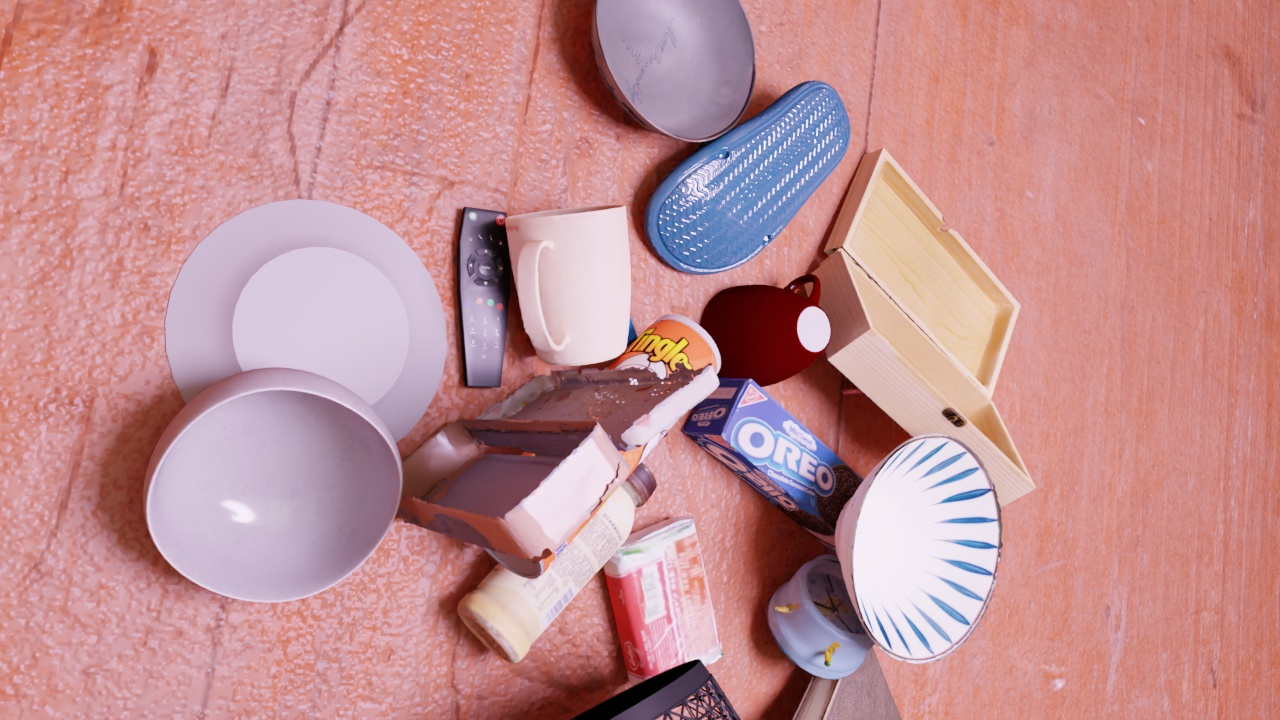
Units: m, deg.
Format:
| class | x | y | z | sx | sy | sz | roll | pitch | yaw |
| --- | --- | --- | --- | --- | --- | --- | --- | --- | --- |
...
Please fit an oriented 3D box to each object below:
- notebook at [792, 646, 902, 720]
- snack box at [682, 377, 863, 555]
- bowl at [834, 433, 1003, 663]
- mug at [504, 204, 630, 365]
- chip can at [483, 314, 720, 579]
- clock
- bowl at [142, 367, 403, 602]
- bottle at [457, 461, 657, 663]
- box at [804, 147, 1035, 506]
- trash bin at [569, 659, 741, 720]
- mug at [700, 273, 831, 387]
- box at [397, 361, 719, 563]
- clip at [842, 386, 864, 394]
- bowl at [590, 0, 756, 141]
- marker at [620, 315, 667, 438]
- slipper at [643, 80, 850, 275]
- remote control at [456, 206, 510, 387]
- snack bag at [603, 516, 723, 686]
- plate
| class | x | y | z | sx | sy | sz | roll | pitch | yaw |
| --- | --- | --- | --- | --- | --- | --- | --- | --- | --- |
| notebook | 0.172 | 0.355 | 0.749 | 0.214 | 0.035 | 0.190 | -41 | 112 | -53 |
| snack box | 0.137 | 0.099 | 0.770 | 0.226 | 0.060 | 0.059 | 41 | 70 | -25 |
| bowl | 0.207 | 0.145 | 0.737 | 0.177 | 0.071 | 0.177 | 0 | 90 | -34 |
| mug | -0.052 | -0.049 | 0.629 | 0.111 | 0.085 | 0.104 | -38 | 123 | -65 |
| chip can | -0.026 | 0.052 | 0.630 | 0.209 | 0.062 | 0.062 | -46 | 111 | -35 |
| clock | 0.162 | 0.207 | 0.761 | 0.124 | 0.052 | 0.089 | -16 | 53 | -47 |
| bowl | -0.209 | 0.065 | 0.528 | 0.131 | 0.064 | 0.132 | -9 | 113 | -22 |
| bottle | -0.053 | 0.132 | 0.642 | 0.161 | 0.057 | 0.056 | -45 | 111 | -27 |
| box | 0.264 | -0.028 | 0.849 | 0.247 | 0.097 | 0.260 | 40 | 51 | -26 |
| trash bin | 0.023 | 0.337 | 0.567 | 0.216 | 0.218 | 0.243 | -19 | 74 | -33 |
| mug | 0.116 | -0.031 | 0.744 | 0.087 | 0.089 | 0.113 | 49 | 63 | -22 |
| box | -0.063 | 0.046 | 0.544 | 0.148 | 0.217 | 0.043 | -47 | 111 | -25 |
| clip | 0.207 | 0.015 | 0.845 | 0.057 | 0.022 | 0.035 | 6 | 80 | -39 |
| bowl | 0.015 | -0.238 | 0.709 | 0.150 | 0.057 | 0.150 | 2 | 86 | -34 |
| marker | -0.004 | 0.004 | 0.708 | 0.018 | 0.015 | 0.123 | -30 | 106 | -38 |
| slipper | 0.089 | -0.149 | 0.754 | 0.213 | 0.059 | 0.104 | -39 | 118 | -17 |
| remote control | -0.110 | -0.043 | 0.641 | 0.039 | 0.010 | 0.124 | 2 | 86 | -34 |
| snack bag | 0.016 | 0.183 | 0.697 | 0.076 | 0.036 | 0.116 | -16 | 96 | -34 |
| plate | -0.200 | -0.017 | 0.575 | 0.172 | 0.019 | 0.172 | 2 | 86 | -33 |
